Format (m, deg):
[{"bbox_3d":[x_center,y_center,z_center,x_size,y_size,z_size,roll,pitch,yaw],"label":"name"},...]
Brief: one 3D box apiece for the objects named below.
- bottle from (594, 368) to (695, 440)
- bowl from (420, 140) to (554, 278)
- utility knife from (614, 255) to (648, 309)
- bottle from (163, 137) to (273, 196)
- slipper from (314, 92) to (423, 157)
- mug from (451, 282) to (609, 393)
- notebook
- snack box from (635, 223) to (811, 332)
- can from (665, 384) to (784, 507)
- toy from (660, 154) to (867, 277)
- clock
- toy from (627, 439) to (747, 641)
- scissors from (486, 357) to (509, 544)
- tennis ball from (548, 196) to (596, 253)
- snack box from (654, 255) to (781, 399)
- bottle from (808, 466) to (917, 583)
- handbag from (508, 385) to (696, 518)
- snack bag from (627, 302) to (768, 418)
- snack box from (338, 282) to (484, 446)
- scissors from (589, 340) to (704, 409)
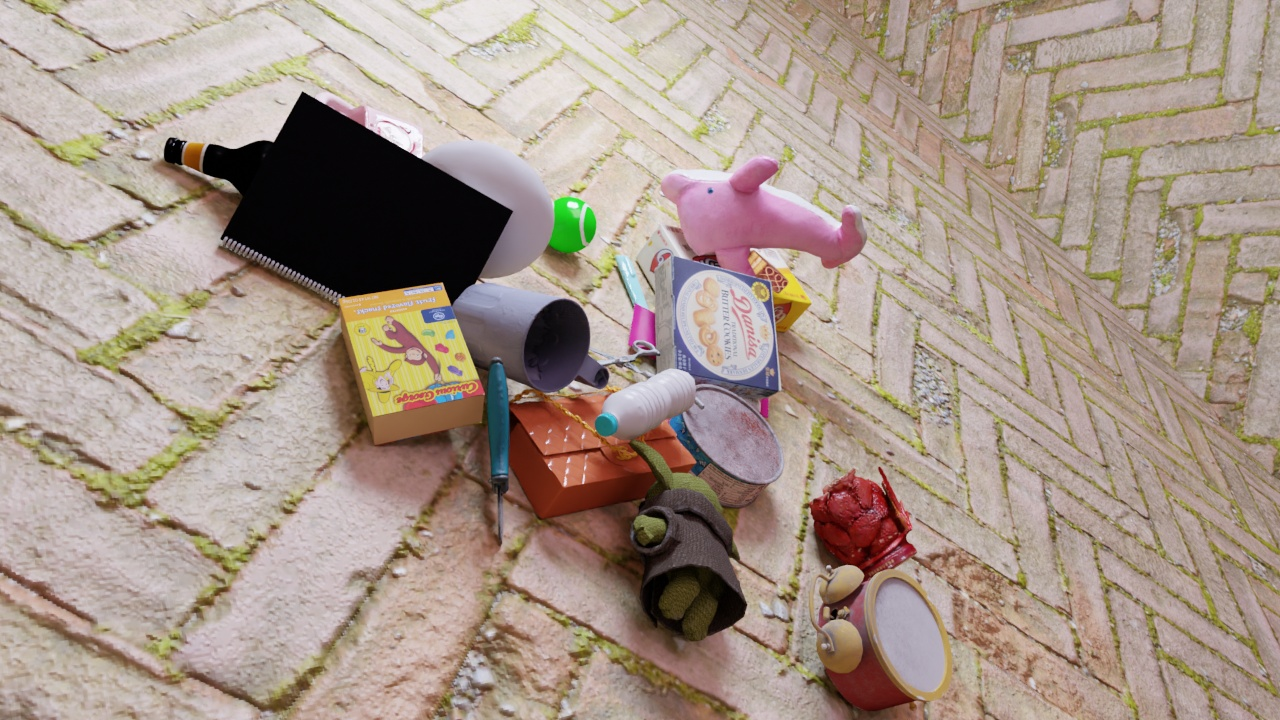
[{"bbox_3d":[0.003,0.041,0.828,0.044,0.044,0.136,48,31,13],"label":"bottle"},{"bbox_3d":[-0.161,-0.136,0.891,0.149,0.150,0.043,29,35,-15],"label":"bowl"},{"bbox_3d":[0.000,-0.066,1.092,0.022,0.015,0.165,7,46,-32],"label":"utility knife"},{"bbox_3d":[-0.334,-0.169,0.834,0.181,0.059,0.059,13,39,-12],"label":"bottle"},{"bbox_3d":[-0.243,-0.203,0.960,0.221,0.056,0.106,29,36,-36],"label":"slipper"},{"bbox_3d":[-0.100,-0.015,0.839,0.104,0.083,0.124,15,-14,37],"label":"mug"},{"bbox_3d":[-0.240,-0.119,0.819,0.206,0.149,0.016,28,-5,-17],"label":"notebook"},{"bbox_3d":[0.113,-0.104,1.208,0.229,0.062,0.110,5,46,-42],"label":"snack box"},{"bbox_3d":[0.086,0.088,0.961,0.130,0.044,0.129,26,35,-20],"label":"can"},{"bbox_3d":[0.144,-0.159,1.142,0.265,0.187,0.127,17,72,4],"label":"toy"},{"bbox_3d":[0.205,0.253,0.843,0.159,0.081,0.116,37,42,-22],"label":"clock"},{"bbox_3d":[0.038,0.164,0.788,0.179,0.078,0.152,50,20,-31],"label":"toy"},{"bbox_3d":[-0.115,0.065,0.741,0.019,0.125,0.154,-2,37,-8],"label":"scissors"},{"bbox_3d":[-0.084,-0.159,1.074,0.065,0.066,0.065,26,35,-20],"label":"tennis ball"},{"bbox_3d":[0.088,-0.036,1.054,0.145,0.043,0.144,10,66,-27],"label":"snack box"},{"bbox_3d":[0.237,0.169,0.968,0.098,0.099,0.111,-11,62,-50],"label":"bottle"},{"bbox_3d":[-0.040,0.072,0.846,0.171,0.060,0.109,-3,48,-47],"label":"handbag"},{"bbox_3d":[0.073,0.001,1.073,0.196,0.016,0.070,28,45,-19],"label":"snack bag"},{"bbox_3d":[-0.192,0.000,0.766,0.088,0.040,0.125,-12,55,-23],"label":"snack box"},{"bbox_3d":[-0.006,0.007,0.954,0.175,0.014,0.141,26,24,17],"label":"scissors"}]
